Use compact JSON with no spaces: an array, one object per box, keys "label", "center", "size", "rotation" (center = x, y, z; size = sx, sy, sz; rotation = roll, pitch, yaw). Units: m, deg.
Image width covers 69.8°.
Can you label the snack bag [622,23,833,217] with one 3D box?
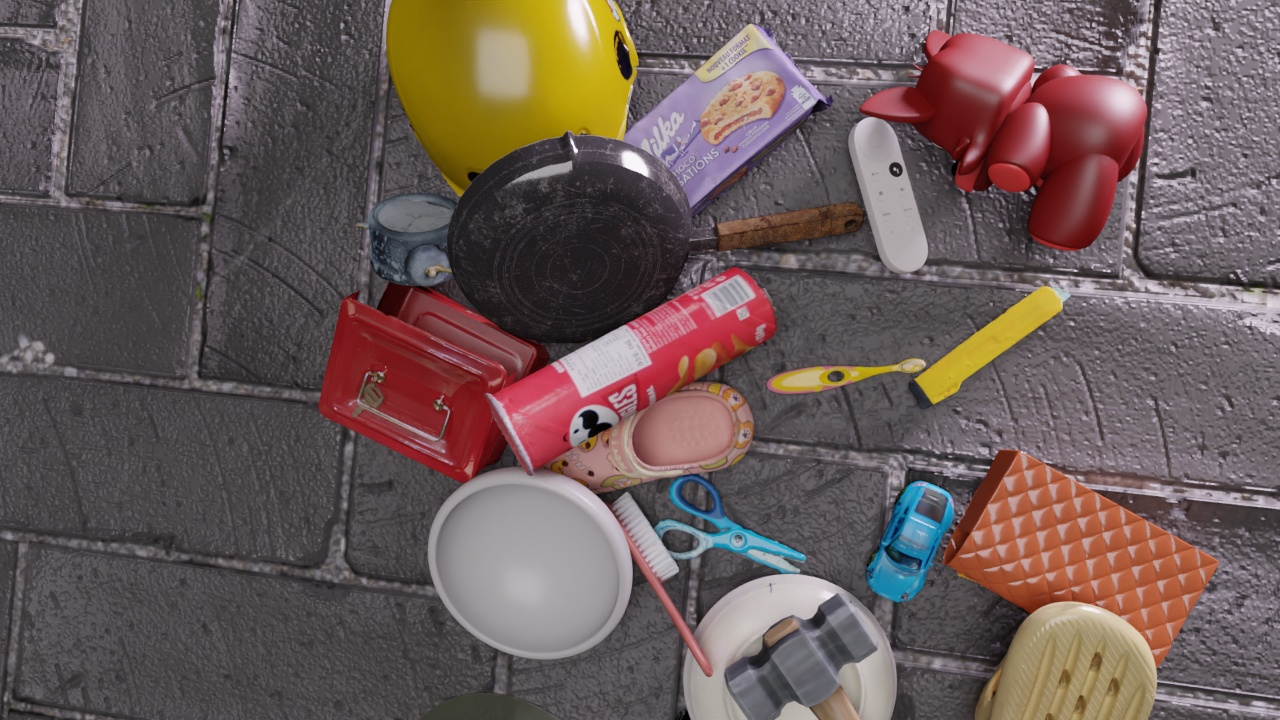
[{"label":"snack bag","center":[0.055,-0.186,0.790],"size":[0.205,0.058,0.096],"rotation":[-38,80,9]}]

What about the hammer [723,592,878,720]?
[{"label":"hammer","center":[0.201,0.346,0.729],"size":[0.117,0.051,0.323],"rotation":[-34,91,1]}]

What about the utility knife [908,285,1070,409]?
[{"label":"utility knife","center":[0.294,-0.013,0.771],"size":[0.155,0.017,0.030],"rotation":[-37,89,7]}]

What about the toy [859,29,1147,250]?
[{"label":"toy","center":[0.290,-0.185,0.723],"size":[0.197,0.121,0.158],"rotation":[31,56,17]}]

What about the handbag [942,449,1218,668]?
[{"label":"handbag","center":[0.345,0.161,0.737],"size":[0.172,0.060,0.109],"rotation":[30,88,5]}]

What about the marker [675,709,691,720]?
[{"label":"marker","center":[0.060,0.282,0.799],"size":[0.022,0.016,0.138],"rotation":[28,92,-10]}]

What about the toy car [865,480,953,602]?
[{"label":"toy car","center":[0.227,0.154,0.770],"size":[0.048,0.032,0.105],"rotation":[25,94,8]}]

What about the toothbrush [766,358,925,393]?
[{"label":"toothbrush","center":[0.176,0.012,0.788],"size":[0.135,0.016,0.021],"rotation":[-8,92,8]}]

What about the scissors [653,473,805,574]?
[{"label":"scissors","center":[0.083,0.148,0.802],"size":[0.140,0.015,0.083],"rotation":[15,92,11]}]

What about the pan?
[{"label":"pan","center":[0.023,-0.095,0.754],"size":[0.356,0.208,0.040],"rotation":[-7,46,-7]}]

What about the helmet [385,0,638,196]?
[{"label":"helmet","center":[-0.115,-0.252,0.751],"size":[0.209,0.139,0.239],"rotation":[-17,70,8]}]

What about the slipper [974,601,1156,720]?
[{"label":"slipper","center":[0.325,0.296,0.734],"size":[0.111,0.079,0.262],"rotation":[10,109,6]}]

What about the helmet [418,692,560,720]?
[{"label":"helmet","center":[-0.154,0.435,0.760],"size":[0.227,0.153,0.268],"rotation":[22,92,8]}]

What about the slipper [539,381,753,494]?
[{"label":"slipper","center":[-0.002,0.063,0.782],"size":[0.197,0.081,0.093],"rotation":[-10,86,6]}]

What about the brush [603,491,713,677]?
[{"label":"brush","center":[0.021,0.186,0.780],"size":[0.030,0.041,0.172],"rotation":[-33,68,-4]}]

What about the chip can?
[{"label":"chip can","center":[-0.004,0.004,0.736],"size":[0.232,0.073,0.073],"rotation":[-28,85,-13]}]

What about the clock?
[{"label":"clock","center":[-0.183,-0.101,0.798],"size":[0.129,0.090,0.052],"rotation":[29,134,28]}]

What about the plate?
[{"label":"plate","center":[0.127,0.274,0.772],"size":[0.182,0.034,0.182],"rotation":[0,89,2]}]

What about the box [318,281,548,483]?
[{"label":"box","center":[-0.180,0.014,0.810],"size":[0.157,0.122,0.137],"rotation":[26,111,5]}]

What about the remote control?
[{"label":"remote control","center":[0.210,-0.140,0.779],"size":[0.043,0.013,0.136],"rotation":[-14,87,-19]}]

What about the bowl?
[{"label":"bowl","center":[-0.089,0.165,0.789],"size":[0.177,0.066,0.177],"rotation":[4,110,11]}]
